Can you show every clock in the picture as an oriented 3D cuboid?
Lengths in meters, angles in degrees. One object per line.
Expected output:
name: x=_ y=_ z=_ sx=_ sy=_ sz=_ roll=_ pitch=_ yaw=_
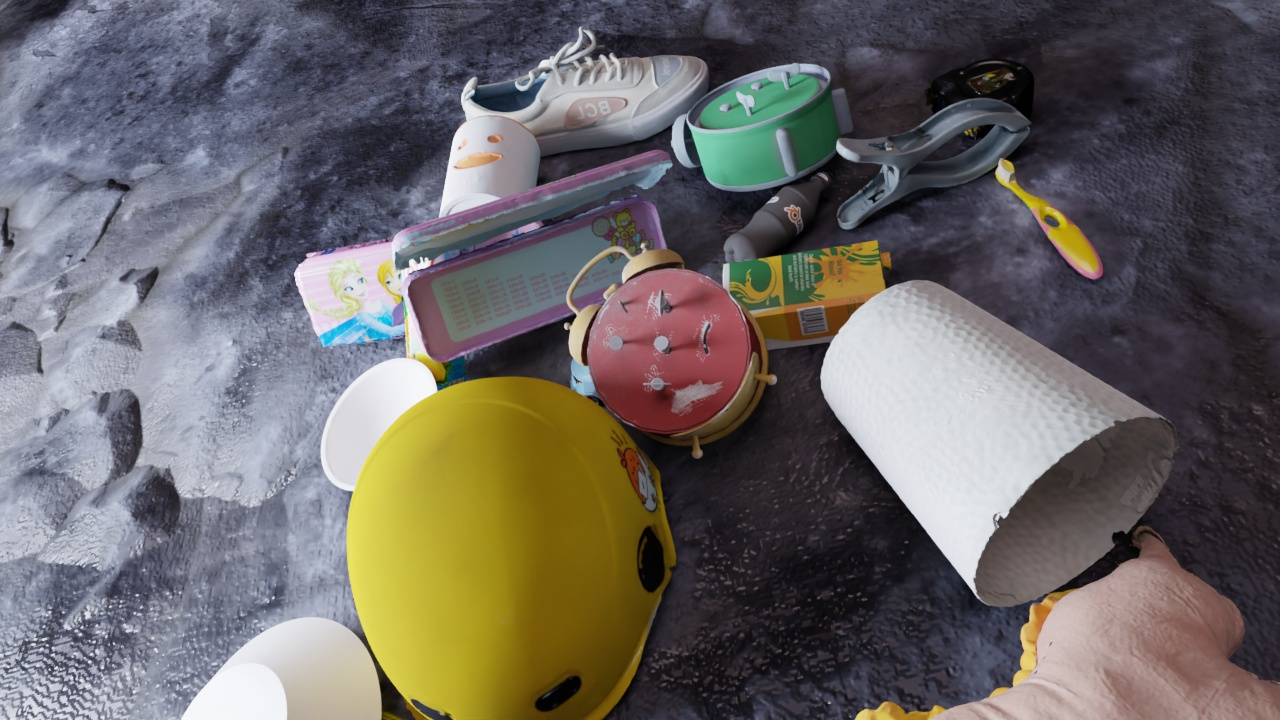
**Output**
clock: x=0.091 y=-0.205 z=0.786 sx=0.121 sy=0.075 sz=0.162 roll=-39 pitch=36 yaw=-25
clock: x=0.012 y=-0.014 z=0.629 sx=0.117 sy=0.081 sz=0.159 roll=-45 pitch=73 yaw=4

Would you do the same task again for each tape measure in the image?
tape measure: x=0.285 y=-0.217 z=0.757 sx=0.072 sy=0.042 sz=0.071 roll=-25 pitch=46 yaw=-4

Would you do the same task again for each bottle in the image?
bottle: x=0.113 y=-0.113 z=0.739 sx=0.109 sy=0.036 sz=0.036 roll=-43 pitch=52 yaw=-16

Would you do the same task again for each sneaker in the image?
sneaker: x=-0.056 y=-0.260 z=0.882 sx=0.242 sy=0.091 sz=0.089 roll=-12 pitch=49 yaw=10

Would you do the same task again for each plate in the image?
plate: x=-0.243 y=0.240 z=0.569 sx=0.174 sy=0.036 sz=0.173 roll=-15 pitch=53 yaw=21

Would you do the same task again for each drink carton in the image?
drink carton: x=-0.165 y=-0.040 z=0.731 sx=0.044 sy=0.129 sz=0.038 roll=4 pitch=13 yaw=23
drink carton: x=0.125 y=-0.046 z=0.680 sx=0.123 sy=0.041 sz=0.058 roll=-8 pitch=51 yaw=15

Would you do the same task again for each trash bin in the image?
trash bin: x=0.194 y=0.037 z=0.537 sx=0.133 sy=0.133 sz=0.161 roll=-31 pitch=45 yaw=-6

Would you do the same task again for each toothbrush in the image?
toothbrush: x=0.300 y=-0.107 z=0.681 sx=0.021 sy=0.016 sz=0.135 roll=-21 pitch=49 yaw=1

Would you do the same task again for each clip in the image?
clip: x=0.226 y=-0.153 z=0.722 sx=0.162 sy=0.091 sz=0.027 roll=-14 pitch=47 yaw=-9

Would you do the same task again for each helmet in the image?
helmet: x=-0.093 y=0.109 z=0.571 sx=0.209 sy=0.140 sz=0.239 roll=-12 pitch=51 yaw=10

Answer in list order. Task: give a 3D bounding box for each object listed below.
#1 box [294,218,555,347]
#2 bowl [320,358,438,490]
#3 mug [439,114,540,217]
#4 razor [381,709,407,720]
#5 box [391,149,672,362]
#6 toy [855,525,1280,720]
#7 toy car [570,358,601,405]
box: x=-0.172 y=-0.078 z=0.799 sx=0.231 sy=0.085 sz=0.090 roll=-9 pitch=23 yaw=14
bowl: x=-0.189 y=0.056 z=0.708 sx=0.110 sy=0.040 sz=0.109 roll=-15 pitch=55 yaw=23
mug: x=-0.136 y=-0.158 z=0.835 sx=0.082 sy=0.082 sz=0.105 roll=-9 pitch=51 yaw=13
razor: x=-0.177 y=0.266 z=0.557 sx=0.042 sy=0.026 sz=0.105 roll=10 pitch=62 yaw=25
box: x=-0.077 y=-0.087 z=0.693 sx=0.214 sy=0.140 sz=0.062 roll=-21 pitch=54 yaw=-16
toy: x=0.168 y=0.168 z=0.450 sx=0.264 sy=0.065 sz=0.195 roll=-14 pitch=22 yaw=9
toy car: x=-0.004 y=0.004 z=0.695 sx=0.108 sy=0.027 sz=0.060 roll=-1 pitch=53 yaw=19
